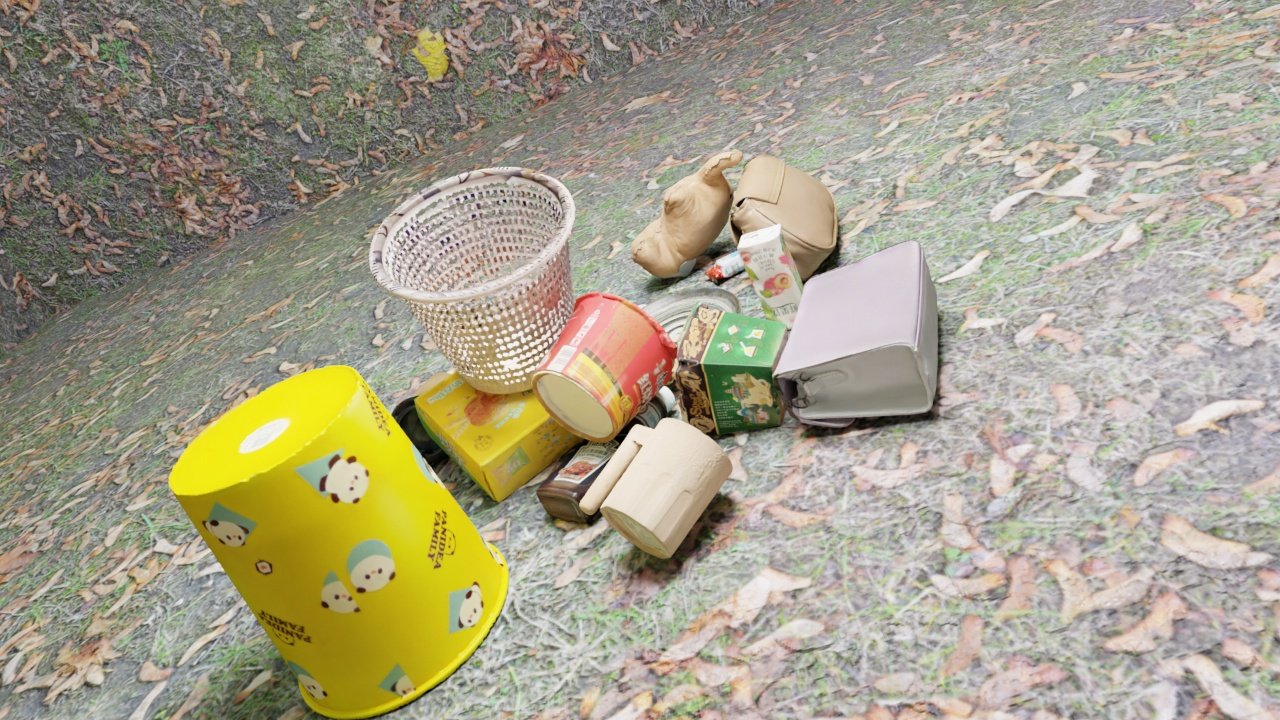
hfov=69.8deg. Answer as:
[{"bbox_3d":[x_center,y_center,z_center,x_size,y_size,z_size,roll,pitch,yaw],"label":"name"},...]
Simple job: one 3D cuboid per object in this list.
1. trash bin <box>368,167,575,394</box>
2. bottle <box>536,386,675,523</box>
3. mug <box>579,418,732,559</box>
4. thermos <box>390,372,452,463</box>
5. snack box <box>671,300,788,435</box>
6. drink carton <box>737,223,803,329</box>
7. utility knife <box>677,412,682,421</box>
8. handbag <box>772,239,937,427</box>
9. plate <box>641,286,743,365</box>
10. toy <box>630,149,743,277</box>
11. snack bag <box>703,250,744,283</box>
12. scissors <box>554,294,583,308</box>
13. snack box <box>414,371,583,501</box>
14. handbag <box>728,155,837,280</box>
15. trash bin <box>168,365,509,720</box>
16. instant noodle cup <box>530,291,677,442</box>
[{"bbox_3d":[-0.165,-0.077,1.038,0.227,0.192,0.227,-7,45,7],"label":"trash bin"},{"bbox_3d":[-0.028,0.096,0.998,0.080,0.044,0.194,1,36,43],"label":"bottle"},{"bbox_3d":[0.010,0.116,0.866,0.125,0.084,0.103,13,57,45],"label":"mug"},{"bbox_3d":[-0.272,0.071,1.205,0.093,0.093,0.143,-21,19,8],"label":"thermos"},{"bbox_3d":[0.105,0.012,0.978,0.106,0.118,0.117,2,37,21],"label":"snack box"},{"bbox_3d":[0.162,-0.097,1.097,0.054,0.122,0.045,-15,27,22],"label":"drink carton"},{"bbox_3d":[0.070,0.020,1.080,0.034,0.018,0.186,-11,31,24],"label":"utility knife"},{"bbox_3d":[0.226,-0.025,0.941,0.145,0.098,0.196,-9,32,25],"label":"handbag"},{"bbox_3d":[0.044,-0.030,1.132,0.180,0.024,0.179,-19,31,12],"label":"plate"},{"bbox_3d":[0.078,-0.214,1.315,0.143,0.082,0.226,-12,-36,-57],"label":"toy"},{"bbox_3d":[0.141,-0.142,1.299,0.105,0.026,0.045,-26,18,-5],"label":"snack bag"},{"bbox_3d":[-0.147,-0.067,1.352,0.226,0.015,0.189,-27,10,-36],"label":"scissors"},{"bbox_3d":[-0.140,0.048,1.099,0.209,0.070,0.158,-37,48,-21],"label":"snack box"},{"bbox_3d":[0.188,-0.190,1.231,0.100,0.148,0.204,-53,8,34],"label":"handbag"},{"bbox_3d":[-0.281,0.159,0.861,0.230,0.255,0.229,-19,27,10],"label":"trash bin"},{"bbox_3d":[-0.044,0.012,0.976,0.138,0.138,0.108,5,46,44],"label":"instant noodle cup"}]
